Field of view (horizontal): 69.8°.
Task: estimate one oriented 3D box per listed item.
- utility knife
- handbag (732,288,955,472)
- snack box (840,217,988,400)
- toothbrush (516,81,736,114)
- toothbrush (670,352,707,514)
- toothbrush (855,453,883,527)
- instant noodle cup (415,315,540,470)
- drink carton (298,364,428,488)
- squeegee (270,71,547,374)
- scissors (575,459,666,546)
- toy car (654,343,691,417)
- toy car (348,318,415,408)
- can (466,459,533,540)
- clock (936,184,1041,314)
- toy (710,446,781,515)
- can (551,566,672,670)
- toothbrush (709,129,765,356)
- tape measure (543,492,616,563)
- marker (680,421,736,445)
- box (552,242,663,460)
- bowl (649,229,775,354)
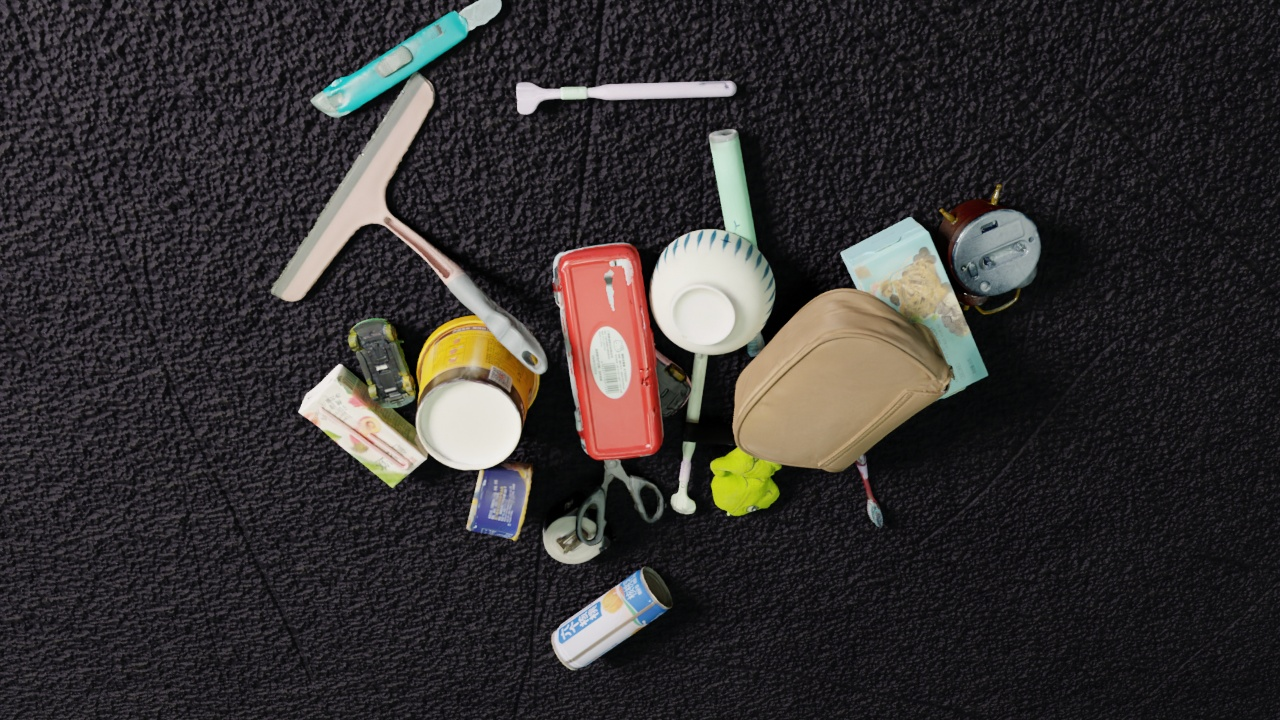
[{"bbox_3d":[-0.194,-0.255,0.766,0.187,0.013,0.029,-29,103,9],"label":"utility knife"},{"bbox_3d":[0.179,0.021,0.855,0.147,0.099,0.205,24,139,-14],"label":"handbag"},{"bbox_3d":[0.262,-0.044,0.876,0.074,0.051,0.175,-28,114,9],"label":"snack box"},{"bbox_3d":[-0.011,-0.229,0.788,0.189,0.021,0.029,-3,83,-4],"label":"toothbrush"},{"bbox_3d":[0.052,0.072,0.936,0.029,0.020,0.190,17,116,24],"label":"toothbrush"},{"bbox_3d":[0.230,0.101,0.961,0.016,0.017,0.188,-19,116,4],"label":"toothbrush"},{"bbox_3d":[-0.154,0.033,0.851,0.118,0.114,0.119,-2,115,-4],"label":"instant noodle cup"},{"bbox_3d":[-0.267,0.066,0.897,0.053,0.045,0.122,-39,112,13],"label":"drink carton"},{"bbox_3d":[-0.171,-0.075,0.814,0.249,0.040,0.248,42,106,6],"label":"squeegee"},{"bbox_3d":[-0.026,0.111,0.934,0.159,0.014,0.178,29,90,-32],"label":"scissors"},{"bbox_3d":[-0.005,0.005,0.892,0.122,0.037,0.056,39,101,-7],"label":"toy car"},{"bbox_3d":[-0.243,0.001,0.872,0.043,0.036,0.091,-12,117,3],"label":"toy car"},{"bbox_3d":[-0.136,0.131,0.886,0.049,0.148,0.074,13,86,-8],"label":"can"},{"bbox_3d":[0.324,-0.096,0.853,0.082,0.055,0.122,-23,116,6],"label":"clock"},{"bbox_3d":[0.107,0.125,0.949,0.096,0.031,0.100,15,130,-22],"label":"toy"},{"bbox_3d":[-0.033,0.286,1.013,0.135,0.053,0.053,-38,112,13],"label":"can"},{"bbox_3d":[0.095,-0.103,0.851,0.027,0.026,0.225,-6,117,16],"label":"toothbrush"},{"bbox_3d":[-0.070,0.182,0.972,0.066,0.033,0.066,-35,111,12],"label":"tape measure"},{"bbox_3d":[0.105,0.076,0.929,0.132,0.020,0.022,6,100,-17],"label":"marker"},{"bbox_3d":[-0.030,-0.007,0.855,0.086,0.046,0.201,-7,103,5],"label":"box"},{"bbox_3d":[0.061,-0.053,0.833,0.116,0.066,0.117,7,120,11],"label":"bowl"}]
